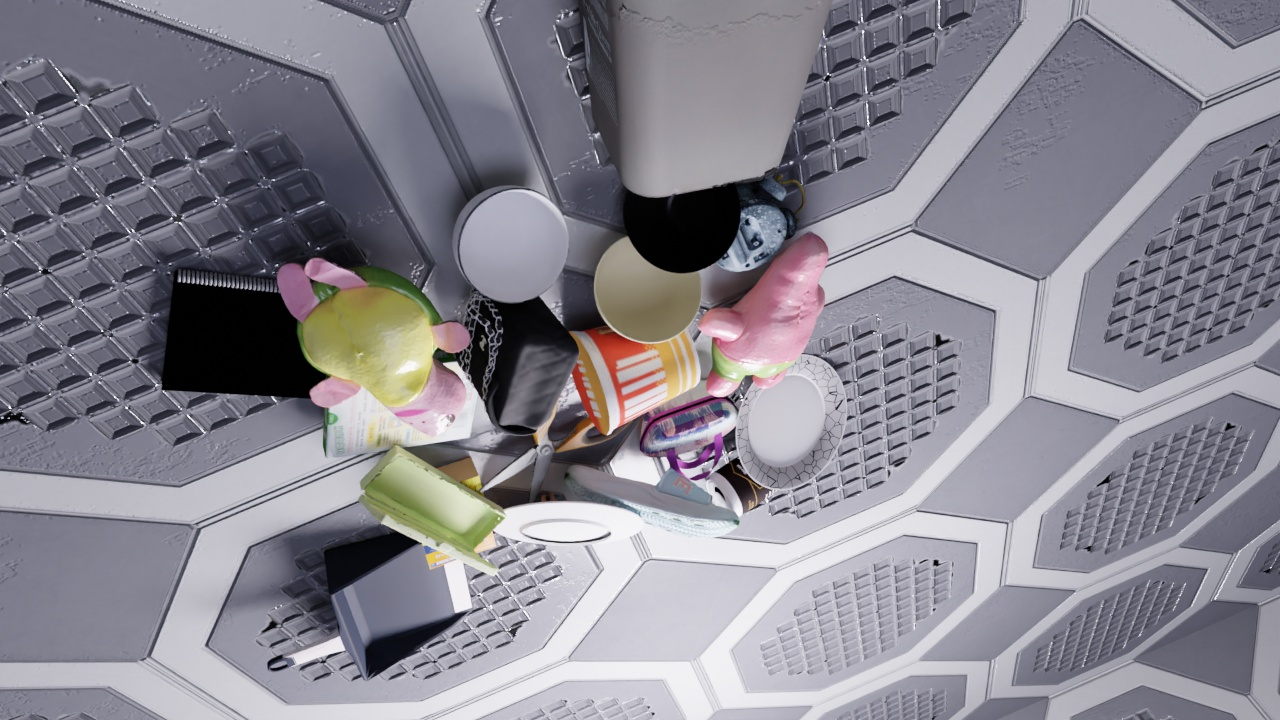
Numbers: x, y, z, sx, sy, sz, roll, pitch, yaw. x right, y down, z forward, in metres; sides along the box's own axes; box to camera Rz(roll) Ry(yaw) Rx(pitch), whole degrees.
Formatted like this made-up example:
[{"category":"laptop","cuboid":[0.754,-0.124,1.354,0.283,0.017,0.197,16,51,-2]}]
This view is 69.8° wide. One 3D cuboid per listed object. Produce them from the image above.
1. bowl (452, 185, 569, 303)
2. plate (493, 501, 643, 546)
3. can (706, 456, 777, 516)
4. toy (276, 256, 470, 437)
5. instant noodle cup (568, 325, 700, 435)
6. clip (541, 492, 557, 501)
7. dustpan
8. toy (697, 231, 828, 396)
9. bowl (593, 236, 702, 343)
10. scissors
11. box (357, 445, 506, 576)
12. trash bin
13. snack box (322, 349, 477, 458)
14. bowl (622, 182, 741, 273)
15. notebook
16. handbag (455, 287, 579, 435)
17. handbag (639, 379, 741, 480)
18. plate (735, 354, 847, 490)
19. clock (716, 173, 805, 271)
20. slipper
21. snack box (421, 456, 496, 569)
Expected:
[{"category":"bowl","cuboid":[-0.132,-0.118,0.900,0.113,0.063,0.113,-11,115,-24]},{"category":"plate","cuboid":[-0.100,0.228,1.238,0.208,0.015,0.209,0,154,0]},{"category":"can","cuboid":[0.162,0.162,1.295,0.128,0.072,0.072,-30,140,-20]},{"category":"toy","cuboid":[-0.254,-0.014,0.906,0.190,0.087,0.238,-26,126,16]},{"category":"instant noodle cup","cuboid":[-0.006,0.006,1.058,0.121,0.123,0.124,-20,138,-16]},{"category":"clip","cuboid":[-0.119,0.206,1.268,0.045,0.024,0.062,-5,131,-19]},{"category":"dustpan","cuboid":[-0.369,0.350,1.254,0.273,0.080,0.237,-12,136,-13]},{"category":"toy","cuboid":[0.154,-0.055,1.076,0.191,0.097,0.237,-14,143,-33]},{"category":"bowl","cuboid":[0.000,-0.073,1.001,0.118,0.118,0.074,-10,178,-16]},{"category":"scissors","cuboid":[-0.111,0.088,1.138,0.225,0.016,0.225,-30,132,-11]},{"category":"box","cuboid":[-0.236,0.176,1.092,0.188,0.092,0.083,40,75,-43]},{"category":"trash bin","cuboid":[0.044,-0.275,0.757,0.197,0.197,0.221,-13,143,-12]},{"category":"snack box","cuboid":[-0.266,0.046,1.027,0.167,0.027,0.132,-7,137,-28]},{"category":"bowl","cuboid":[0.049,-0.155,0.949,0.124,0.124,0.052,-48,175,23]},{"category":"notebook","cuboid":[-0.368,-0.020,0.938,0.206,0.016,0.149,5,131,-29]},{"category":"handbag","cuboid":[-0.148,-0.005,0.937,0.114,0.153,0.125,7,114,-34]},{"category":"handbag","cuboid":[0.071,0.107,1.236,0.144,0.068,0.170,-19,144,-5]},{"category":"plate","cuboid":[0.203,0.083,1.247,0.188,0.016,0.189,-7,105,-28]},{"category":"clock","cuboid":[0.124,-0.152,1.003,0.129,0.052,0.090,-28,137,4]},{"category":"slipper","cuboid":[0.020,0.177,1.230,0.245,0.074,0.104,18,159,-5]},{"category":"snack box","cuboid":[-0.242,0.194,1.167,0.088,0.040,0.126,-17,128,-16]}]
